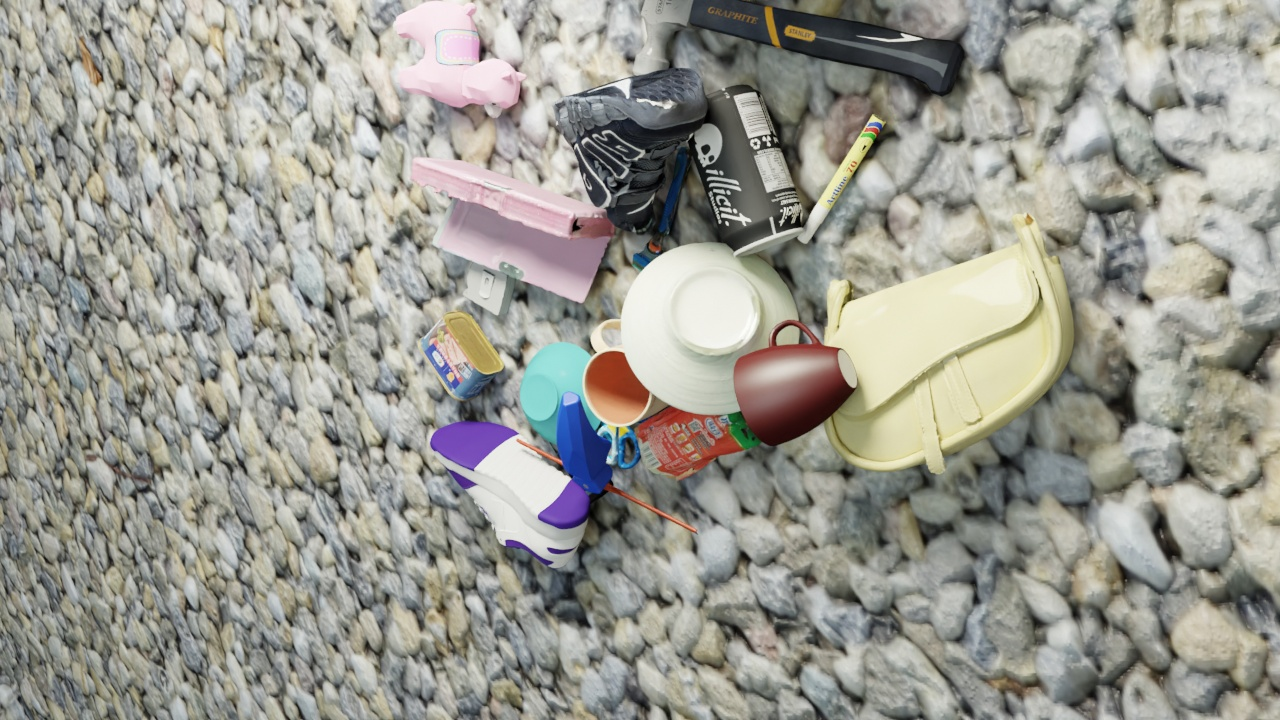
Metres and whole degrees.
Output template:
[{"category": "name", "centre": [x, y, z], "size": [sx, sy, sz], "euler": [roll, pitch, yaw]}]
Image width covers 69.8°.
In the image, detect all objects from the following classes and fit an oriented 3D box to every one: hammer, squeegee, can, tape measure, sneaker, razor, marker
[{"category": "hammer", "centre": [0.139, -0.297, 0.847], "size": [0.313, 0.035, 0.139], "euler": [24, 111, 26]}, {"category": "squeegee", "centre": [-0.060, 0.096, 0.973], "size": [0.249, 0.055, 0.185], "euler": [23, 147, 25]}, {"category": "can", "centre": [-0.221, -0.007, 1.129], "size": [0.059, 0.053, 0.100], "euler": [-43, 77, 31]}, {"category": "tape measure", "centre": [-0.182, -0.092, 1.105], "size": [0.060, 0.020, 0.062], "euler": [30, 115, 24]}, {"category": "sneaker", "centre": [-0.160, 0.166, 1.118], "size": [0.244, 0.091, 0.111], "euler": [30, 131, 32]}, {"category": "razor", "centre": [0.028, -0.154, 0.958], "size": [0.044, 0.018, 0.141], "euler": [43, 120, 45]}, {"category": "can", "centre": [0.097, -0.178, 0.869], "size": [0.080, 0.080, 0.146], "euler": [-20, 89, 34]}, {"category": "sneaker", "centre": [-0.006, -0.191, 0.882], "size": [0.252, 0.097, 0.151], "euler": [30, 139, 65]}, {"category": "marker", "centre": [0.186, -0.167, 0.857], "size": [0.014, 0.014, 0.133], "euler": [40, 119, 19]}]

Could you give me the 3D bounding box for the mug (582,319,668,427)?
[{"category": "mug", "centre": [-0.006, 0.006, 0.964], "size": [0.085, 0.104, 0.111], "euler": [-39, 78, 32]}]

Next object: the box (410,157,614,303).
[{"category": "box", "centre": [-0.152, -0.144, 1.031], "size": [0.233, 0.099, 0.113], "euler": [22, 107, 25]}]

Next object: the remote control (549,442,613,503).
[{"category": "remote control", "centre": [-0.081, 0.100, 1.085], "size": [0.046, 0.021, 0.140], "euler": [-42, 73, 29]}]

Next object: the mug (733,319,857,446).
[{"category": "mug", "centre": [0.142, 0.010, 0.814], "size": [0.089, 0.087, 0.113], "euler": [-23, 54, 31]}]

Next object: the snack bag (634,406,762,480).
[{"category": "snack bag", "centre": [0.068, 0.075, 0.968], "size": [0.155, 0.044, 0.087], "euler": [-29, 109, 35]}]

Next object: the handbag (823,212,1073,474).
[{"category": "handbag", "centre": [0.261, -0.005, 0.804], "size": [0.233, 0.088, 0.191], "euler": [-20, 86, 35]}]

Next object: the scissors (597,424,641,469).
[{"category": "scissors", "centre": [-0.023, 0.060, 1.026], "size": [0.061, 0.023, 0.126], "euler": [12, 103, 34]}]

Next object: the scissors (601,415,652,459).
[{"category": "scissors", "centre": [-0.033, 0.048, 1.049], "size": [0.116, 0.014, 0.130], "euler": [-25, 83, 38]}]

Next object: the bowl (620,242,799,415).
[{"category": "bowl", "centre": [0.068, -0.039, 0.876], "size": [0.177, 0.058, 0.176], "euler": [0, 76, 0]}]

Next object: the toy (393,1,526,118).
[{"category": "toy", "centre": [-0.203, -0.339, 1.036], "size": [0.158, 0.067, 0.123], "euler": [9, 104, 26]}]

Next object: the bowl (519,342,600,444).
[{"category": "bowl", "centre": [-0.103, 0.040, 1.053], "size": [0.121, 0.046, 0.121], "euler": [2, 94, 32]}]
